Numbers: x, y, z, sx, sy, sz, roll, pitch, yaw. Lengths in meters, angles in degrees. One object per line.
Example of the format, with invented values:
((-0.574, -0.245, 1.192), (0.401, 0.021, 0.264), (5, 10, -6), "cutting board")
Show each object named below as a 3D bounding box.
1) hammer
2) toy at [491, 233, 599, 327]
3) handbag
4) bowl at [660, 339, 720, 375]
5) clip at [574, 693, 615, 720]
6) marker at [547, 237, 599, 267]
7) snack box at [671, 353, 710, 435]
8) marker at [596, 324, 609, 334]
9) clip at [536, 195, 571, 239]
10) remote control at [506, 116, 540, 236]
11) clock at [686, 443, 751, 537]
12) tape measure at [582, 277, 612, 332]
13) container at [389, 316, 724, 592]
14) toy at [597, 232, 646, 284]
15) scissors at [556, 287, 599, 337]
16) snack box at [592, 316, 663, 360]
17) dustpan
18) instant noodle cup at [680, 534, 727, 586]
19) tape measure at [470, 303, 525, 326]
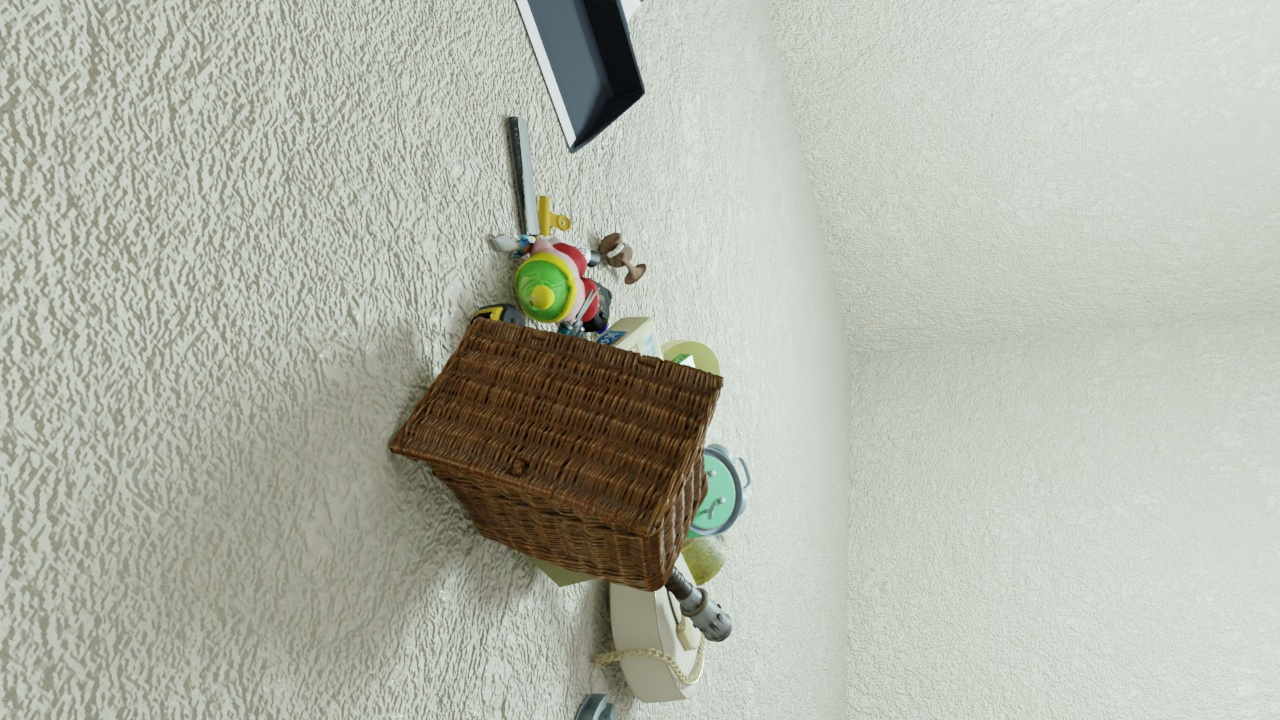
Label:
((0.011, 0.228, 1.068), (0.325, 0.101, 0.189), (51, 35, -29), "hammer")
((-0.101, -0.088, 1.010), (0.131, 0.097, 0.124), (-25, 103, -49), "toy")
((0.016, 0.338, 1.211), (0.208, 0.103, 0.211), (-86, 159, -47), "handbag")
((0.052, 0.018, 1.395), (0.074, 0.117, 0.118), (31, -41, 60), "bowl")
((-0.066, 0.450, 1.034), (0.108, 0.028, 0.162), (63, 28, -42), "clip")
((-0.083, -0.134, 1.155), (0.125, 0.025, 0.025), (2, 82, -70), "marker")
((0.030, 0.085, 1.310), (0.167, 0.027, 0.132), (-34, 119, -40), "snack box")
((-0.007, 0.007, 1.246), (0.141, 0.020, 0.020), (48, 33, -17), "marker")
((-0.105, -0.167, 1.097), (0.046, 0.035, 0.053), (26, 59, -58), "clip")
((-0.134, -0.211, 1.053), (0.033, 0.013, 0.136), (-17, 102, -69), "remote control")
((0.095, 0.179, 1.290), (0.161, 0.076, 0.122), (-19, 89, -36), "clock")
((-0.061, -0.069, 1.175), (0.067, 0.038, 0.062), (36, 51, -65), "tape measure")
((-0.057, 0.097, 0.834), (0.183, 0.250, 0.161), (78, 33, -49), "container")
((-0.028, -0.145, 1.283), (0.055, 0.041, 0.102), (48, 2, 15), "toy")
((-0.091, -0.011, 1.013), (0.122, 0.019, 0.149), (-41, 159, -40), "scissors")
((-0.019, 0.069, 1.174), (0.152, 0.055, 0.207), (-42, 125, -47), "snack box")
((-0.059, -0.449, 1.231), (0.272, 0.080, 0.236), (-71, 149, -49), "dustpan")
((0.064, 0.265, 1.357), (0.108, 0.102, 0.102), (55, 33, -37), "instant noodle cup")
((-0.143, -0.022, 0.934), (0.071, 0.042, 0.072), (3, 79, -66), "tape measure")
